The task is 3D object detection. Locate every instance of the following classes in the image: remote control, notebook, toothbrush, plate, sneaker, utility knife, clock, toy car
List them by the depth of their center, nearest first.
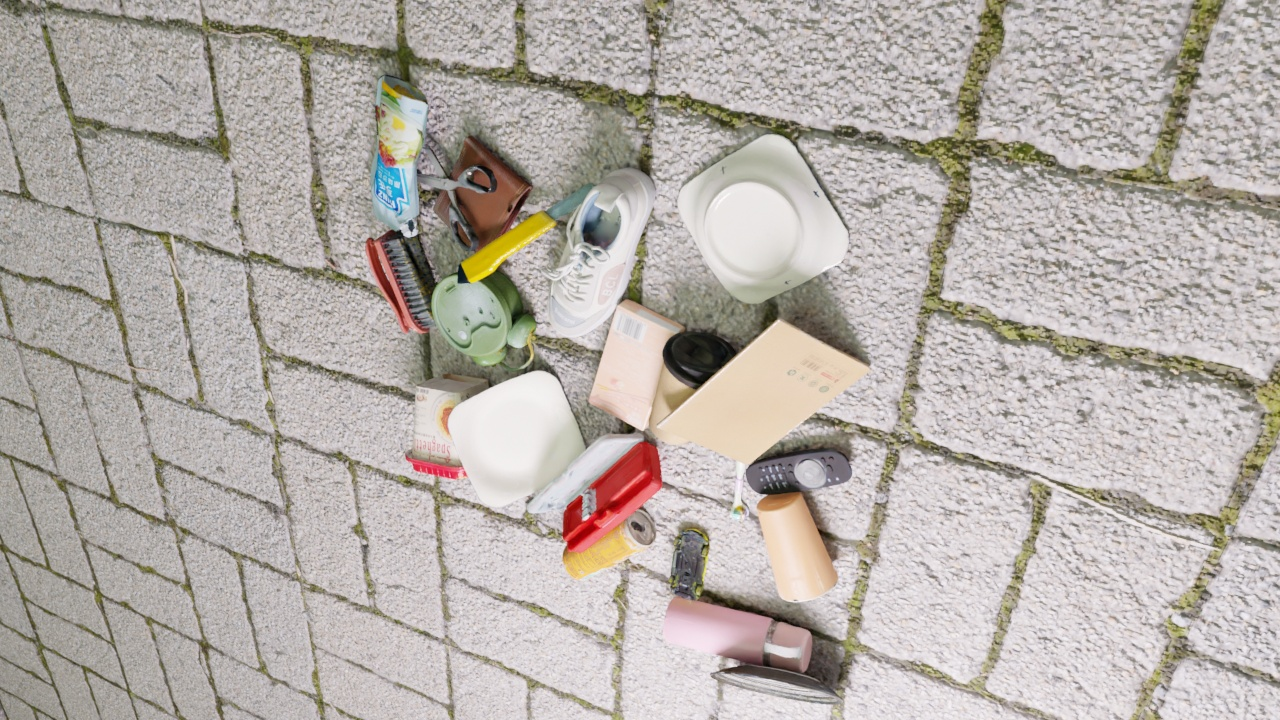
[{"bbox_3d":[0.126,-0.146,1.000,0.165,0.034,0.163,-28,100,37],"label":"plate"},{"bbox_3d":[0.138,0.042,1.048,0.147,0.008,0.208,24,129,-30],"label":"notebook"},{"bbox_3d":[-0.060,-0.111,1.082,0.089,0.090,0.243,34,127,9],"label":"sneaker"},{"bbox_3d":[-0.138,-0.153,1.118,0.224,0.015,0.033,-29,80,20],"label":"utility knife"},{"bbox_3d":[0.193,0.134,1.119,0.137,0.024,0.053,-14,106,32],"label":"remote control"},{"bbox_3d":[0.129,0.121,1.151,0.020,0.029,0.190,-134,39,-54],"label":"toothbrush"},{"bbox_3d":[-0.202,-0.054,1.210,0.116,0.056,0.161,-29,99,37],"label":"clock"},{"bbox_3d":[0.184,0.433,1.237,0.179,0.024,0.180,12,156,5],"label":"plate"},{"bbox_3d":[-0.167,0.103,1.248,0.164,0.034,0.164,-23,108,-10],"label":"plate"},{"bbox_3d":[0.069,0.278,1.259,0.048,0.032,0.105,14,110,22],"label":"toy car"}]

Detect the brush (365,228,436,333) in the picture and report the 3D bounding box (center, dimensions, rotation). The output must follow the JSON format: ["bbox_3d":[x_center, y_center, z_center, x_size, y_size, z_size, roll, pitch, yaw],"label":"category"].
[{"bbox_3d":[-0.320,-0.104,1.243,0.069,0.063,0.146,-9,113,19],"label":"brush"}]

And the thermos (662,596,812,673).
[{"bbox_3d":[0.129,0.374,1.246,0.199,0.087,0.067,8,82,27],"label":"thermos"}]

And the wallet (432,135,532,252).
[{"bbox_3d":[-0.201,-0.203,1.146,0.101,0.032,0.125,42,126,6],"label":"wallet"}]

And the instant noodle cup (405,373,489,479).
[{"bbox_3d":[-0.263,0.089,1.292,0.116,0.116,0.124,7,107,25],"label":"instant noodle cup"}]

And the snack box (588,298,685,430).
[{"bbox_3d":[-0.007,0.007,1.156,0.084,0.026,0.158,27,125,13],"label":"snack box"}]

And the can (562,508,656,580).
[{"bbox_3d":[-0.046,0.261,1.294,0.146,0.058,0.058,-35,96,37],"label":"can"}]

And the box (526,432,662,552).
[{"bbox_3d":[-0.069,0.170,1.229,0.100,0.095,0.202,22,132,-29],"label":"box"}]

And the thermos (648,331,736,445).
[{"bbox_3d":[0.058,0.034,1.103,0.093,0.092,0.144,30,133,11],"label":"thermos"}]

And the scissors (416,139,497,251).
[{"bbox_3d":[-0.238,-0.214,1.140,0.181,0.014,0.159,5,105,41],"label":"scissors"}]

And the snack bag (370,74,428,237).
[{"bbox_3d":[-0.308,-0.253,1.161,0.110,0.038,0.191,33,126,26],"label":"snack bag"}]

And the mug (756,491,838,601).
[{"bbox_3d":[0.191,0.227,1.143,0.078,0.078,0.123,-13,103,33],"label":"mug"}]
